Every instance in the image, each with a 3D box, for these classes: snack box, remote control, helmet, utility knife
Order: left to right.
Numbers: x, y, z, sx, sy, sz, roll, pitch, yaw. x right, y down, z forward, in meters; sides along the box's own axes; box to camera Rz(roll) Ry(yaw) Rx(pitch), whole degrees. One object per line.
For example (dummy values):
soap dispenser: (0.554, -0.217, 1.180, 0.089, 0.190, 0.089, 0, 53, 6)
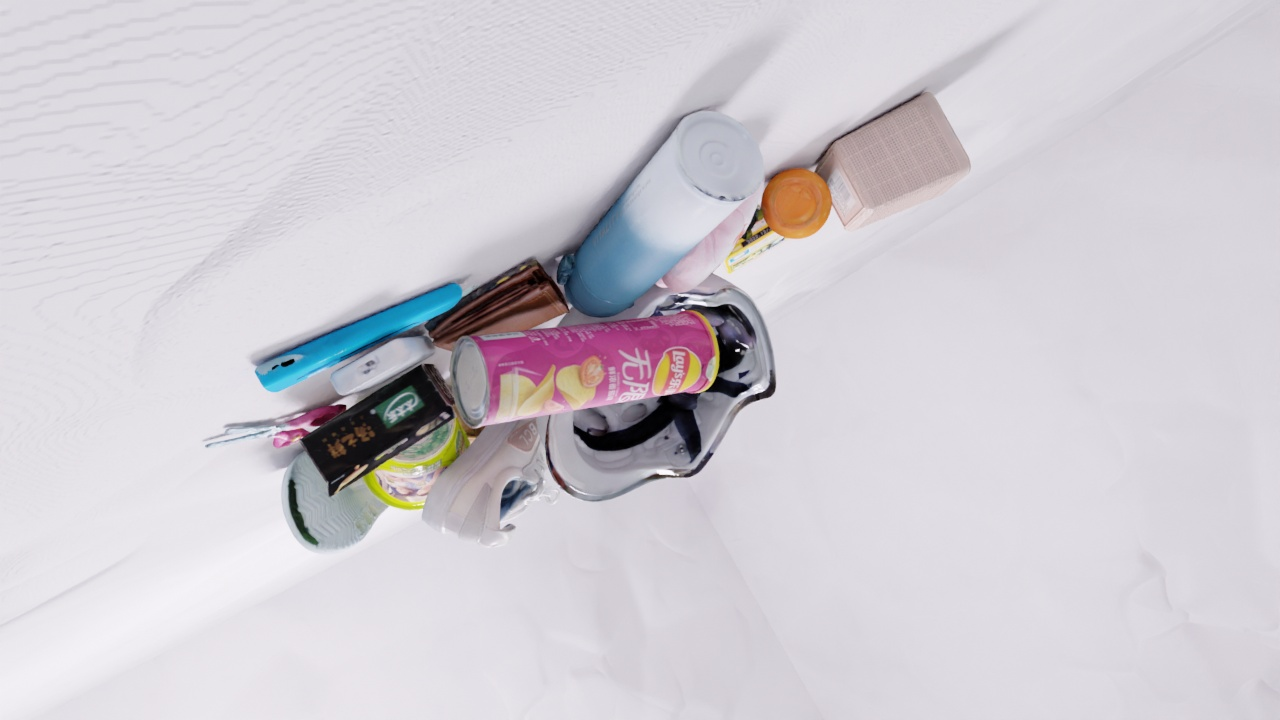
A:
utility knife: (-0.178, -0.019, 0.612, 0.159, 0.018, 0.034, -29, 174, -27)
snack box: (-0.207, 0.052, 0.744, 0.113, 0.053, 0.126, -33, -177, -8)
remote control: (-0.184, 0.001, 0.665, 0.056, 0.020, 0.136, -30, -175, -2)
helmet: (-0.005, 0.005, 0.922, 0.259, 0.146, 0.229, -43, 136, 4)
snack box: (0.129, -0.140, 1.058, 0.087, 0.033, 0.140, -30, 173, 6)

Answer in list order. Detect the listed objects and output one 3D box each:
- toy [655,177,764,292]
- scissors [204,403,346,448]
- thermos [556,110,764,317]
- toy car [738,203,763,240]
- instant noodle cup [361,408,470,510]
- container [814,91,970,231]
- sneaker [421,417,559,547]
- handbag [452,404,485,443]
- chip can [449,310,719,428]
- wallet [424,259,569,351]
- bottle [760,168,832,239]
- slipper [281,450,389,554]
toy: (0.052, -0.107, 0.756, 0.121, 0.054, 0.159, -55, -173, -8)
scissors: (-0.284, 0.051, 0.731, 0.083, 0.017, 0.137, -29, 172, 4)
thermos: (0.004, -0.092, 0.656, 0.070, 0.070, 0.221, -27, 174, -32)
toy car: (0.088, -0.132, 0.884, 0.042, 0.035, 0.090, -30, 175, -11)
instant noodle cup: (-0.216, 0.075, 0.874, 0.111, 0.111, 0.124, -28, 167, -21)
container: (0.243, -0.190, 0.905, 0.111, 0.090, 0.090, -26, 175, -7)
sneaker: (-0.120, 0.105, 0.921, 0.241, 0.091, 0.090, -52, 165, -62)
handbag: (-0.204, 0.092, 1.071, 0.147, 0.100, 0.205, -28, 169, -49)
chip can: (-0.041, 0.005, 0.731, 0.210, 0.071, 0.072, -8, 164, -33)
wallet: (-0.113, -0.037, 0.739, 0.101, 0.032, 0.124, -27, 174, 1)
bottle: (0.158, -0.157, 0.920, 0.067, 0.067, 0.149, -31, -178, 15)
slipper: (-0.321, 0.142, 0.946, 0.074, 0.104, 0.245, -28, -179, -2)
